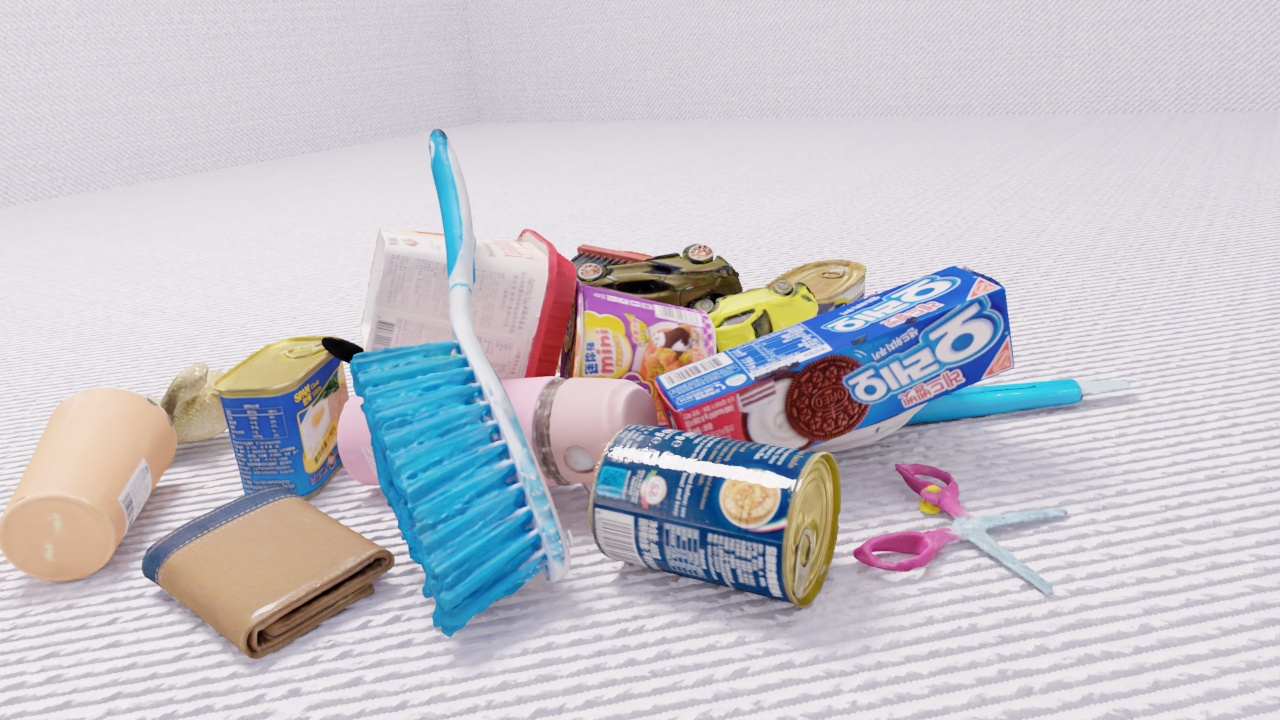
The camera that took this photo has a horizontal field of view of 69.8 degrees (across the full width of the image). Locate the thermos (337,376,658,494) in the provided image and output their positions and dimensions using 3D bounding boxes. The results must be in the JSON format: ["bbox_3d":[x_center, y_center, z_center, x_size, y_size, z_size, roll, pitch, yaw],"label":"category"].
[{"bbox_3d":[-0.086,0.053,0.568,0.199,0.087,0.067,-3,33,23],"label":"thermos"}]

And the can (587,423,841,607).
[{"bbox_3d":[0.037,0.076,0.470,0.111,0.075,0.075,7,23,29],"label":"can"}]

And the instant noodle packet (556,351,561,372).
[{"bbox_3d":[0.000,-0.011,0.766,0.111,0.044,0.128,22,36,39],"label":"instant noodle packet"}]

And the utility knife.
[{"bbox_3d":[0.258,0.025,0.644,0.182,0.018,0.034,-6,17,-3],"label":"utility knife"}]

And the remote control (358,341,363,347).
[{"bbox_3d":[-0.196,-0.011,0.839,0.125,0.024,0.048,6,22,28],"label":"remote control"}]

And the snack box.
[{"bbox_3d":[0.116,0.006,0.544,0.207,0.058,0.057,-21,23,-6],"label":"snack box"}]

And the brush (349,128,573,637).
[{"bbox_3d":[-0.112,-0.009,0.516,0.109,0.061,0.314,-17,63,-22],"label":"brush"}]

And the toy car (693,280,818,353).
[{"bbox_3d":[0.082,-0.027,0.691,0.105,0.048,0.032,-14,45,8],"label":"toy car"}]

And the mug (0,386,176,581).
[{"bbox_3d":[-0.338,0.076,0.563,0.078,0.078,0.122,-9,26,-12],"label":"mug"}]

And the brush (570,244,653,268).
[{"bbox_3d":[-0.003,-0.083,0.939,0.146,0.063,0.069,15,41,40],"label":"brush"}]

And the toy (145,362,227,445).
[{"bbox_3d":[-0.317,0.039,0.686,0.157,0.066,0.105,-9,-12,-25],"label":"toy"}]

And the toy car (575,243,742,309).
[{"bbox_3d":[0.001,-0.044,0.705,0.158,0.070,0.042,-9,44,-8],"label":"toy car"}]

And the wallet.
[{"bbox_3d":[-0.201,0.110,0.496,0.115,0.033,0.090,14,29,39],"label":"wallet"}]

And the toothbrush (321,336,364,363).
[{"bbox_3d":[-0.127,0.025,0.621,0.189,0.014,0.017,25,2,-3],"label":"toothbrush"}]

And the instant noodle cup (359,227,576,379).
[{"bbox_3d":[-0.121,-0.038,0.628,0.124,0.117,0.116,10,13,-22],"label":"instant noodle cup"}]

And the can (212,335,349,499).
[{"bbox_3d":[-0.236,0.038,0.623,0.057,0.083,0.102,-2,20,6],"label":"can"}]

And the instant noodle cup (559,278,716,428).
[{"bbox_3d":[-0.004,0.004,0.643,0.099,0.112,0.111,6,18,-11],"label":"instant noodle cup"}]

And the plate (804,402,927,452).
[{"bbox_3d":[0.131,0.022,0.627,0.164,0.034,0.163,-18,19,-3],"label":"plate"}]

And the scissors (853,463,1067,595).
[{"bbox_3d":[0.171,0.089,0.496,0.134,0.017,0.133,-7,23,-18],"label":"scissors"}]

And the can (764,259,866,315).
[{"bbox_3d":[0.160,-0.052,0.834,0.075,0.049,0.147,8,23,29],"label":"can"}]
